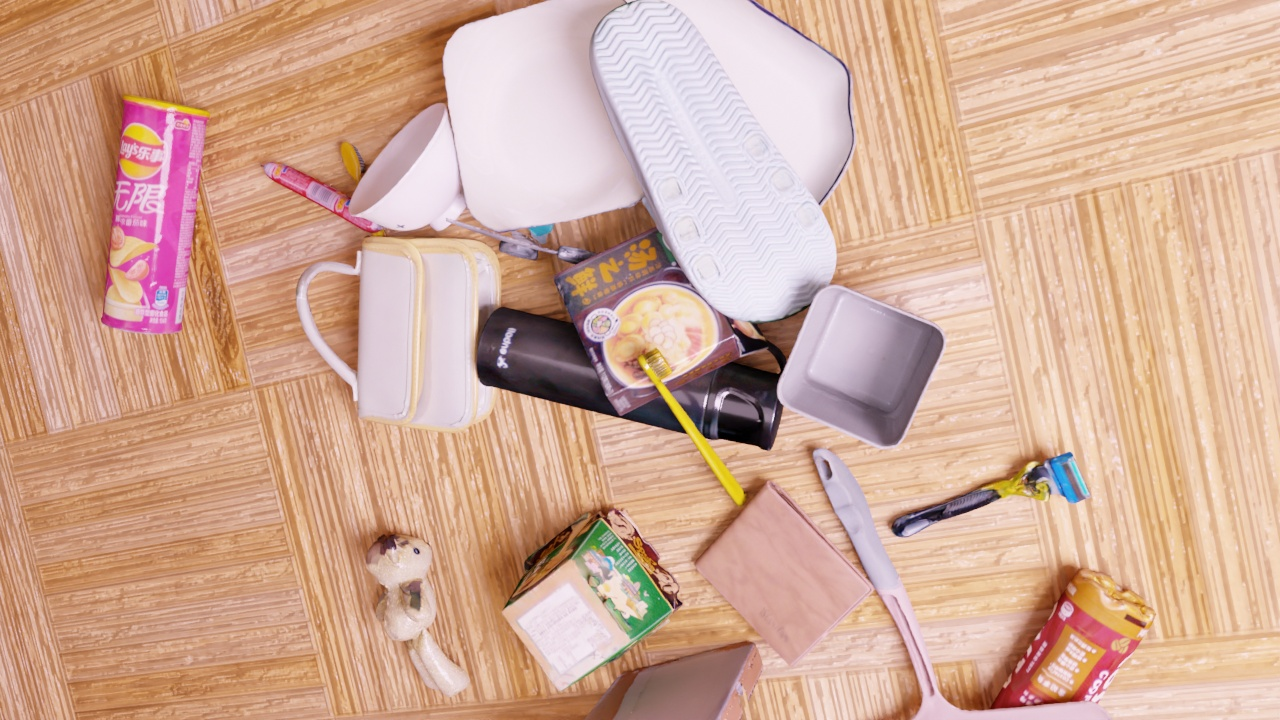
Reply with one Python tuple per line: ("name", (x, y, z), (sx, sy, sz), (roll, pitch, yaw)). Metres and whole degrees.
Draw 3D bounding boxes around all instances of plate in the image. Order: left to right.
("plate", (-0.066, -0.188, 0.707), (0.164, 0.034, 0.163), (-7, 95, 18))
("plate", (0.041, -0.204, 0.709), (0.266, 0.034, 0.162), (36, 106, 10))

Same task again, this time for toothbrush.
("toothbrush", (-0.226, -0.103, 0.815), (0.016, 0.018, 0.191), (-20, 93, 20))
("toothbrush", (0.044, 0.054, 0.684), (0.016, 0.190, 0.015), (-30, 42, 4))

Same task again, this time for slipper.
("slipper", (0.043, -0.134, 0.649), (0.104, 0.074, 0.245), (-32, 97, -6))

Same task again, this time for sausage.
("sausage", (-0.282, -0.147, 0.814), (0.156, 0.020, 0.020), (28, 104, 22))

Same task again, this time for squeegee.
("squeegee", (0.191, 0.181, 0.705), (0.248, 0.040, 0.249), (-28, 80, 37))

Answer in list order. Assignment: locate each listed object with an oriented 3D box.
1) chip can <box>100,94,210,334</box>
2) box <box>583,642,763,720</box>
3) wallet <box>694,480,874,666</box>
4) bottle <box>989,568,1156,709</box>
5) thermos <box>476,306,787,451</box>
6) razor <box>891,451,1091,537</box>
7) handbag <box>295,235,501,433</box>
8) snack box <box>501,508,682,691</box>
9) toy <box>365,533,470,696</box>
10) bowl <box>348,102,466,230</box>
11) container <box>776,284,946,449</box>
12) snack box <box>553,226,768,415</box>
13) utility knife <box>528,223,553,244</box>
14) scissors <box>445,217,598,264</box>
("chip can", (-0.451, -0.133, 0.850), (0.071, 0.071, 0.211), (15, 101, 15))
("box", (0.026, 0.318, 0.702), (0.193, 0.182, 0.156), (-38, 85, 20))
("wallet", (0.111, 0.169, 0.724), (0.115, 0.020, 0.101), (45, 115, 20))
("bottle", (0.302, 0.239, 0.669), (0.057, 0.057, 0.175), (28, 104, 12))
("thermos", (-0.004, 0.004, 0.737), (0.243, 0.068, 0.090), (12, 76, 14))
("razor", (0.256, 0.105, 0.687), (0.143, 0.022, 0.043), (-24, 111, 24))
("handbag", (-0.214, -0.025, 0.783), (0.179, 0.063, 0.163), (4, 97, 9))
("snack box", (-0.046, 0.198, 0.746), (0.118, 0.105, 0.118), (-40, 83, 18))
("toy", (-0.199, 0.229, 0.826), (0.105, 0.066, 0.157), (-15, 97, 60))
("bowl", (-0.178, -0.147, 0.761), (0.118, 0.118, 0.064), (-40, 123, 17))
("container", (0.159, -0.001, 0.654), (0.090, 0.114, 0.090), (24, 102, 13))
("snack box", (0.015, -0.037, 0.691), (0.125, 0.053, 0.113), (-27, 65, 2))
("utility knife", (-0.078, -0.175, 0.760), (0.029, 0.013, 0.157), (7, 98, 18))
("scissors", (-0.083, -0.089, 0.701), (0.160, 0.175, 0.014), (10, 90, 59))
